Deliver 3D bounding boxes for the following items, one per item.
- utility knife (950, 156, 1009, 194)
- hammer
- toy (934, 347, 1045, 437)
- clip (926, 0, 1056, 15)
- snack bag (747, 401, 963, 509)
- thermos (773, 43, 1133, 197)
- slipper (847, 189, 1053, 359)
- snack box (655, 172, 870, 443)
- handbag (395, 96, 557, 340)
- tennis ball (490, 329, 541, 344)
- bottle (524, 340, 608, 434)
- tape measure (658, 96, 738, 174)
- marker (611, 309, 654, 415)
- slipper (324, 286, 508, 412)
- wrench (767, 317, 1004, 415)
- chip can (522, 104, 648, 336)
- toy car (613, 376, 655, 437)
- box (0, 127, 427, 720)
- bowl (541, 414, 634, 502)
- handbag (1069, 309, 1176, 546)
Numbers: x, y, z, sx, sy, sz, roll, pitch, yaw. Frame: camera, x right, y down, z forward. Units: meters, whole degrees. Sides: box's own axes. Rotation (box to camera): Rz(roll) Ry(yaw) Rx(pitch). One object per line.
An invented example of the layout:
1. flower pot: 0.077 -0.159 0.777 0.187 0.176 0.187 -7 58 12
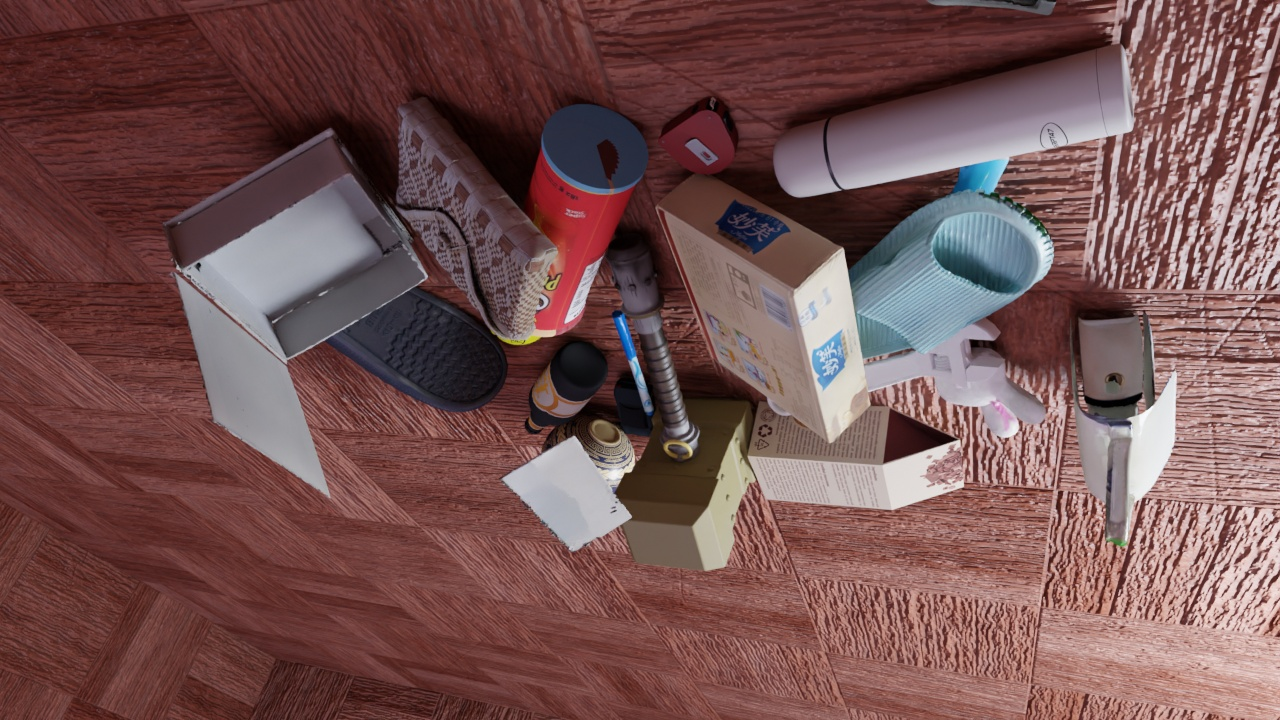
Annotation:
1. utility knife: 0.235 -0.098 0.706 0.031 0.015 0.207 17 148 5
2. hammer: 0.025 0.026 0.888 0.101 0.189 0.325 1 127 24
3. toy: 0.301 0.018 0.826 0.125 0.037 0.076 39 151 5
4. clip: 0.203 -0.219 0.529 0.076 0.023 0.043 10 146 8
5. snack bag: 0.228 0.102 0.964 0.207 0.069 0.094 1 145 23
6. thermos: 0.196 -0.152 0.606 0.225 0.052 0.052 -7 141 33
7. slipper: 0.207 -0.043 0.735 0.116 0.069 0.277 27 153 -17
8. snack box: 0.104 -0.040 0.750 0.153 0.055 0.207 38 164 37
9. handbag: -0.144 -0.110 0.753 0.186 0.046 0.124 50 148 15
10. tennis ball: -0.119 -0.048 0.902 0.065 0.065 0.065 12 148 8
11. bottle: -0.095 0.042 1.035 0.059 0.059 0.182 25 147 -12
12. tape measure: 0.049 -0.164 0.686 0.051 0.019 0.059 35 144 -27
13. marker: -0.006 0.006 0.954 0.013 0.013 0.142 2 133 23
14. slipper: -0.272 -0.026 0.973 0.268 0.110 0.084 33 148 -18
15. wrench: 0.217 0.014 0.860 0.274 0.018 0.066 -22 104 52
16. chip can: -0.064 -0.108 0.765 0.087 0.086 0.214 21 147 -7
17. toy car: -0.005 0.057 1.039 0.046 0.034 0.112 9 148 12
18. box: -0.383 0.060 0.753 0.234 0.527 0.167 9 155 19
19. bowl: -0.053 0.104 1.076 0.112 0.112 0.061 24 124 -11
20. handbag: 0.390 0.067 0.734 0.074 0.175 0.151 -4 142 27
